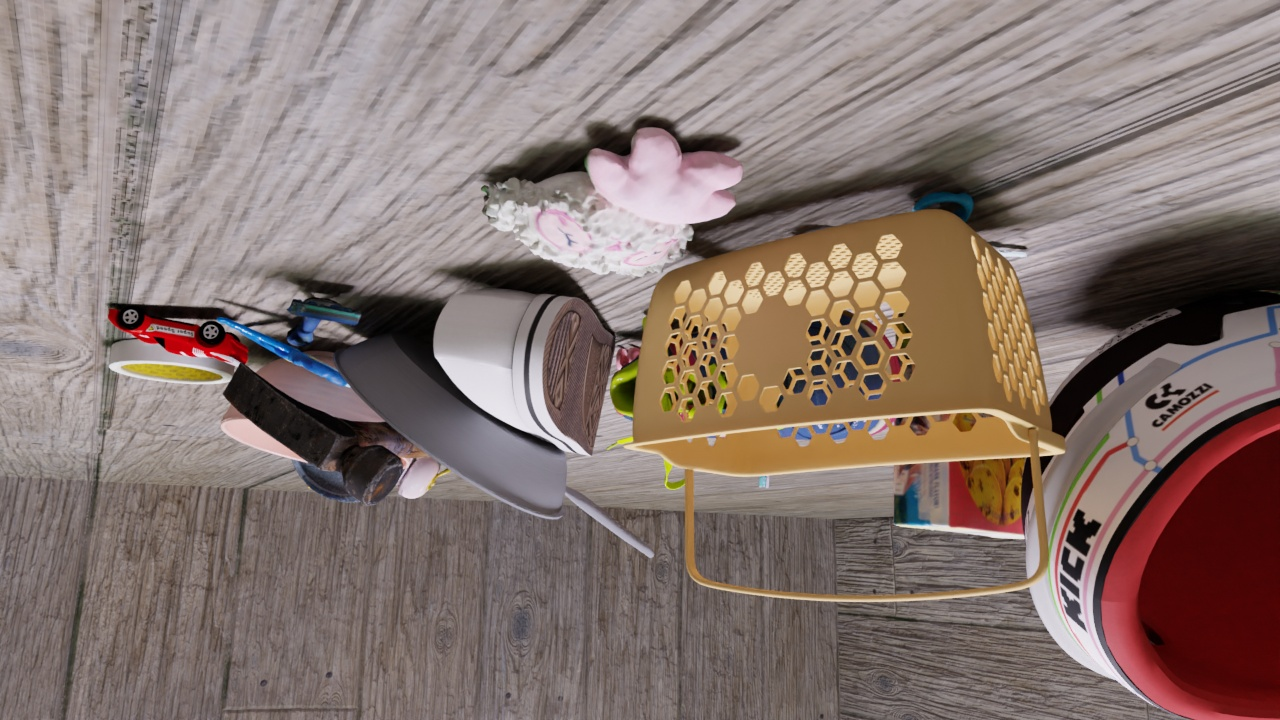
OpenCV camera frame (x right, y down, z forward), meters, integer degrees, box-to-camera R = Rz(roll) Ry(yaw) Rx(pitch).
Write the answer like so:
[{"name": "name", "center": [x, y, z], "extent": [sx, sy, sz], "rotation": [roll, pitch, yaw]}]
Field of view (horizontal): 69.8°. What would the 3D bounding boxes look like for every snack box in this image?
[{"name": "snack box", "center": [0.217, 0.041, 0.603], "extent": [0.040, 0.144, 0.142], "rotation": [-7, 165, 44]}]

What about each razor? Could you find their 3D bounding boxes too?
[{"name": "razor", "center": [-0.225, -0.027, 0.625], "extent": [0.043, 0.018, 0.141], "rotation": [10, 169, -27]}]

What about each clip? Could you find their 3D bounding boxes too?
[{"name": "clip", "center": [0.004, 0.004, 0.738], "extent": [0.045, 0.023, 0.060], "rotation": [-4, 169, 0]}]

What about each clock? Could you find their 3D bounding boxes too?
[{"name": "clock", "center": [-0.244, 0.072, 0.860], "extent": [0.158, 0.117, 0.059], "rotation": [0, 179, 3]}]

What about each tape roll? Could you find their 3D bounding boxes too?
[{"name": "tape roll", "center": [-0.390, 0.002, 0.767], "extent": [0.094, 0.019, 0.094], "rotation": [1, 168, 0]}]

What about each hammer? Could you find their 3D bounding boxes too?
[{"name": "hammer", "center": [-0.174, 0.055, 0.693], "extent": [0.120, 0.033, 0.330], "rotation": [33, 180, 11]}]

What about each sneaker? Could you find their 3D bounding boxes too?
[{"name": "sneaker", "center": [0.061, 0.023, 0.597], "extent": [0.091, 0.116, 0.242], "rotation": [-3, 178, -31]}, {"name": "sneaker", "center": [-0.081, 0.009, 0.637], "extent": [0.097, 0.091, 0.245], "rotation": [11, 172, 10]}]

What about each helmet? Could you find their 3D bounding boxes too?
[{"name": "helmet", "center": [0.359, 0.074, 0.543], "extent": [0.314, 0.231, 0.235], "rotation": [-3, -165, -1]}]

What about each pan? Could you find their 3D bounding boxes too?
[{"name": "pan", "center": [-0.085, 0.080, 0.722], "extent": [0.356, 0.051, 0.201], "rotation": [36, -179, -42]}]

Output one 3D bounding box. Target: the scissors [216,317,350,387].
[{"name": "scissors", "center": [-0.245, -0.004, 0.656], "extent": [0.125, 0.013, 0.130], "rotation": [22, 167, 28]}]

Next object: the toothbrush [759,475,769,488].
[{"name": "toothbrush", "center": [0.101, 0.044, 0.710], "extent": [0.019, 0.018, 0.188], "rotation": [-2, 138, 3]}]

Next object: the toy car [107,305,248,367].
[{"name": "toy car", "center": [-0.322, -0.016, 0.642], "extent": [0.089, 0.025, 0.038], "rotation": [11, 167, -3]}]

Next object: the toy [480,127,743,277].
[{"name": "toy", "center": [-0.008, -0.064, 0.396], "extent": [0.095, 0.041, 0.109], "rotation": [12, 158, -35]}]

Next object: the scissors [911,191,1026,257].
[{"name": "scissors", "center": [0.135, -0.058, 0.472], "extent": [0.119, 0.014, 0.129], "rotation": [-9, 167, 27]}]

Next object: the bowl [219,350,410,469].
[{"name": "bowl", "center": [-0.262, 0.038, 0.768], "extent": [0.153, 0.076, 0.153], "rotation": [7, 160, 3]}]

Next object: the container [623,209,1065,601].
[{"name": "container", "center": [0.094, 0.031, 0.446], "extent": [0.184, 0.167, 0.129], "rotation": [-9, 165, 36]}]
